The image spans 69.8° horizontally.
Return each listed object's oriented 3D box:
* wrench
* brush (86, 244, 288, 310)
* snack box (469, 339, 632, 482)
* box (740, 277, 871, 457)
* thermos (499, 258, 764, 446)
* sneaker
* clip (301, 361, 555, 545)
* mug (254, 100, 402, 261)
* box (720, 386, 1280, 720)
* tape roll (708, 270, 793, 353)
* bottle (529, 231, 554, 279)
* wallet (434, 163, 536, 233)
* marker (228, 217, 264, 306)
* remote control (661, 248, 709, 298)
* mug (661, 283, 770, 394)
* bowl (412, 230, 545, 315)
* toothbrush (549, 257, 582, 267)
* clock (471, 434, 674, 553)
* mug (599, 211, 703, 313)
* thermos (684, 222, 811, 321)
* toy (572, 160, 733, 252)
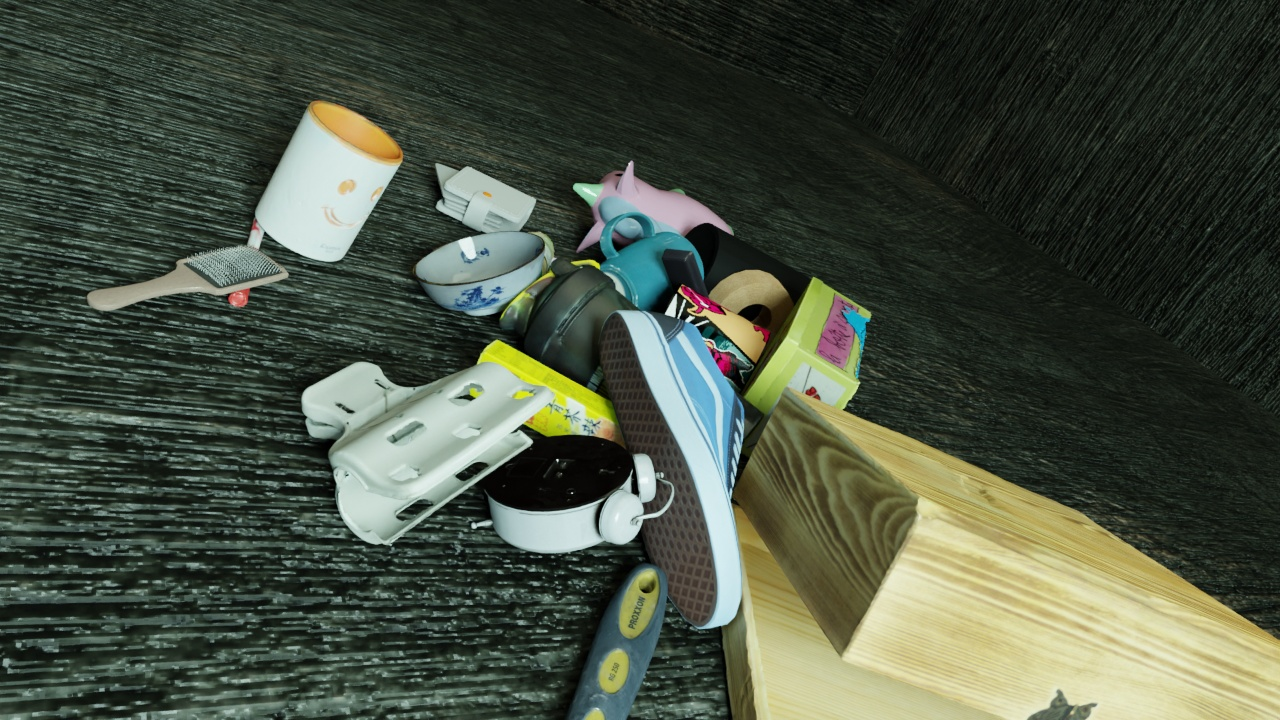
[{"bbox_3d":[-0.025,0.188,0.475,0.073,0.022,0.272,22,25,4],"label":"wrench"},{"bbox_3d":[-0.315,-0.060,0.639,0.050,0.015,0.135,31,32,22],"label":"brush"},{"bbox_3d":[-0.058,0.039,0.701,0.148,0.040,0.028,28,25,1],"label":"snack box"},{"bbox_3d":[0.152,0.009,0.875,0.079,0.125,0.220,32,27,2],"label":"box"},{"bbox_3d":[-0.005,0.004,0.765,0.221,0.098,0.098,37,27,10],"label":"thermos"},{"bbox_3d":[0.047,0.063,0.643,0.098,0.084,0.241,2,53,-27],"label":"sneaker"},{"bbox_3d":[-0.139,0.056,0.563,0.152,0.101,0.126,2,24,38],"label":"clip"},{"bbox_3d":[-0.258,-0.148,0.760,0.082,0.105,0.082,33,20,-14],"label":"mug"},{"bbox_3d":[0.201,0.170,0.608,0.279,0.192,0.251,21,11,-13],"label":"box"},{"bbox_3d":[0.115,-0.049,0.976,0.094,0.094,0.027,15,29,-26],"label":"tape roll"},{"bbox_3d":[-0.111,-0.092,0.895,0.043,0.043,0.110,24,25,-8],"label":"bottle"},{"bbox_3d":[-0.179,-0.177,0.993,0.115,0.038,0.118,25,22,-6],"label":"wallet"},{"bbox_3d":[-0.304,-0.082,0.715,0.012,0.013,0.142,16,28,-24],"label":"marker"},{"bbox_3d":[0.054,-0.056,0.913,0.032,0.136,0.015,10,53,31],"label":"remote control"},{"bbox_3d":[0.060,-0.013,0.888,0.098,0.082,0.118,29,-2,1],"label":"mug"},{"bbox_3d":[-0.136,-0.071,0.799,0.114,0.045,0.114,-8,28,4],"label":"bowl"},{"bbox_3d":[-0.064,-0.096,0.977,0.154,0.022,0.015,20,52,-20],"label":"toothbrush"},{"bbox_3d":[-0.040,0.084,0.582,0.123,0.035,0.094,2,24,15],"label":"clock"},{"bbox_3d":[-0.004,-0.094,0.931,0.085,0.112,0.104,-9,14,42],"label":"mug"},{"bbox_3d":[0.135,-0.075,1.038,0.198,0.086,0.086,23,24,-30],"label":"thermos"},{"bbox_3d":[0.031,-0.151,1.080,0.222,0.120,0.170,34,21,1],"label":"toy"}]
